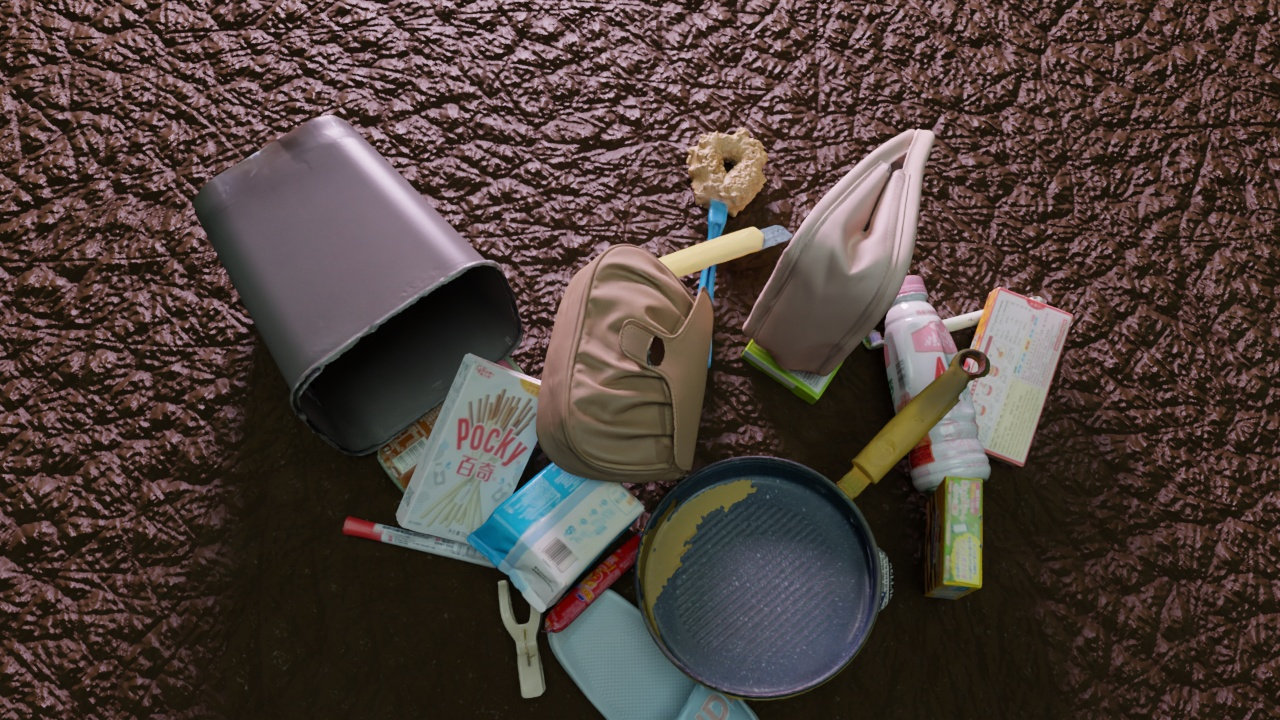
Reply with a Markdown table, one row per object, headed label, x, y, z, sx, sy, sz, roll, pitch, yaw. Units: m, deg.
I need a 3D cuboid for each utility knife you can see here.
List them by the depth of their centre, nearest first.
| label | x | y | z | sx | sy | sz | roll | pitch | yaw |
| --- | --- | --- | --- | --- | --- | --- | --- | --- | --- |
| utility knife | 0.058 | -0.097 | 0.873 | 0.177 | 0.019 | 0.031 | -18 | 76 | 24 |

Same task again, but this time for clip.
| label | x | y | z | sx | sy | sz | roll | pitch | yaw |
| --- | --- | --- | --- | --- | --- | --- | --- | --- | --- |
| clip | -0.099 | 0.233 | 0.780 | 0.034 | 0.077 | 0.103 | -7 | 63 | -6 |

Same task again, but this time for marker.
| label | x | y | z | sx | sy | sz | roll | pitch | yaw |
| --- | --- | --- | --- | --- | --- | --- | --- | --- | --- |
| marker | -0.193 | 0.163 | 0.818 | 0.145 | 0.017 | 0.017 | 13 | 73 | 0 |

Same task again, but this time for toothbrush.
| label | x | y | z | sx | sy | sz | roll | pitch | yaw |
| --- | --- | --- | --- | --- | --- | --- | --- | --- | --- |
| toothbrush | 0.310 | -0.039 | 0.903 | 0.189 | 0.029 | 0.020 | -12 | 118 | -8 |

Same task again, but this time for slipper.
| label | x | y | z | sx | sy | sz | roll | pitch | yaw |
| --- | --- | --- | --- | --- | --- | --- | --- | --- | --- |
| slipper | 0.019 | 0.286 | 0.764 | 0.104 | 0.074 | 0.245 | -42 | 79 | -14 |

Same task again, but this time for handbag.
| label | x | y | z | sx | sy | sz | roll | pitch | yaw |
| --- | --- | --- | --- | --- | --- | --- | --- | --- | --- |
| handbag | -0.005 | 0.005 | 0.795 | 0.147 | 0.100 | 0.204 | 21 | 66 | -26 |
| handbag | 0.192 | -0.113 | 0.812 | 0.093 | 0.194 | 0.233 | 31 | 64 | 5 |

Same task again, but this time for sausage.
| label | x | y | z | sx | sy | sz | roll | pitch | yaw |
| --- | --- | --- | --- | --- | --- | --- | --- | --- | --- |
| sausage | -0.030 | 0.184 | 0.789 | 0.020 | 0.020 | 0.155 | 46 | 50 | 10 |

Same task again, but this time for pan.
| label | x | y | z | sx | sy | sz | roll | pitch | yaw |
| --- | --- | --- | --- | --- | --- | --- | --- | --- | --- |
| pan | 0.153 | 0.119 | 0.753 | 0.357 | 0.078 | 0.197 | -39 | 65 | -12 |

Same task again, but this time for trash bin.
| label | x | y | z | sx | sy | sz | roll | pitch | yaw |
| --- | --- | --- | --- | --- | --- | --- | --- | --- | --- |
| trash bin | -0.249 | -0.069 | 0.799 | 0.198 | 0.199 | 0.219 | -37 | 73 | -13 |

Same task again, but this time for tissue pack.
| label | x | y | z | sx | sy | sz | roll | pitch | yaw |
| --- | --- | --- | --- | --- | --- | --- | --- | --- | --- |
| tissue pack | -0.069 | 0.141 | 0.792 | 0.090 | 0.063 | 0.139 | 43 | 52 | 9 |

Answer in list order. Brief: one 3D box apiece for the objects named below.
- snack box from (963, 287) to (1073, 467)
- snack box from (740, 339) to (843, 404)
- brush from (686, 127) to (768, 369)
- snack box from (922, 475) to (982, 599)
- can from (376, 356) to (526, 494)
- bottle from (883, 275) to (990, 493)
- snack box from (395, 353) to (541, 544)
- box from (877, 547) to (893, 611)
| label | x | y | z | sx | sy | sz | roll | pitch | yaw |
| --- | --- | --- | --- | --- | --- | --- | --- | --- | --- |
| snack box | 0.349 | 0.016 | 0.874 | 0.077 | 0.027 | 0.155 | 22 | 82 | 3 |
| snack box | 0.175 | -0.044 | 0.893 | 0.086 | 0.026 | 0.156 | 34 | 75 | 7 |
| brush | 0.073 | -0.114 | 0.906 | 0.083 | 0.046 | 0.254 | 10 | 77 | -4 |
| snack box | 0.265 | 0.154 | 0.781 | 0.034 | 0.140 | 0.086 | 4 | 73 | 10 |
| can | -0.162 | 0.061 | 0.827 | 0.147 | 0.058 | 0.058 | -38 | 79 | -13 |
| bottle | 0.262 | 0.019 | 0.839 | 0.068 | 0.068 | 0.196 | -7 | 72 | -5 |
| snack box | -0.141 | 0.080 | 0.794 | 0.084 | 0.027 | 0.157 | 22 | 95 | -31 |
| box | 0.139 | 0.194 | 0.795 | 0.163 | 0.076 | 0.075 | 0 | 72 | -4 |
